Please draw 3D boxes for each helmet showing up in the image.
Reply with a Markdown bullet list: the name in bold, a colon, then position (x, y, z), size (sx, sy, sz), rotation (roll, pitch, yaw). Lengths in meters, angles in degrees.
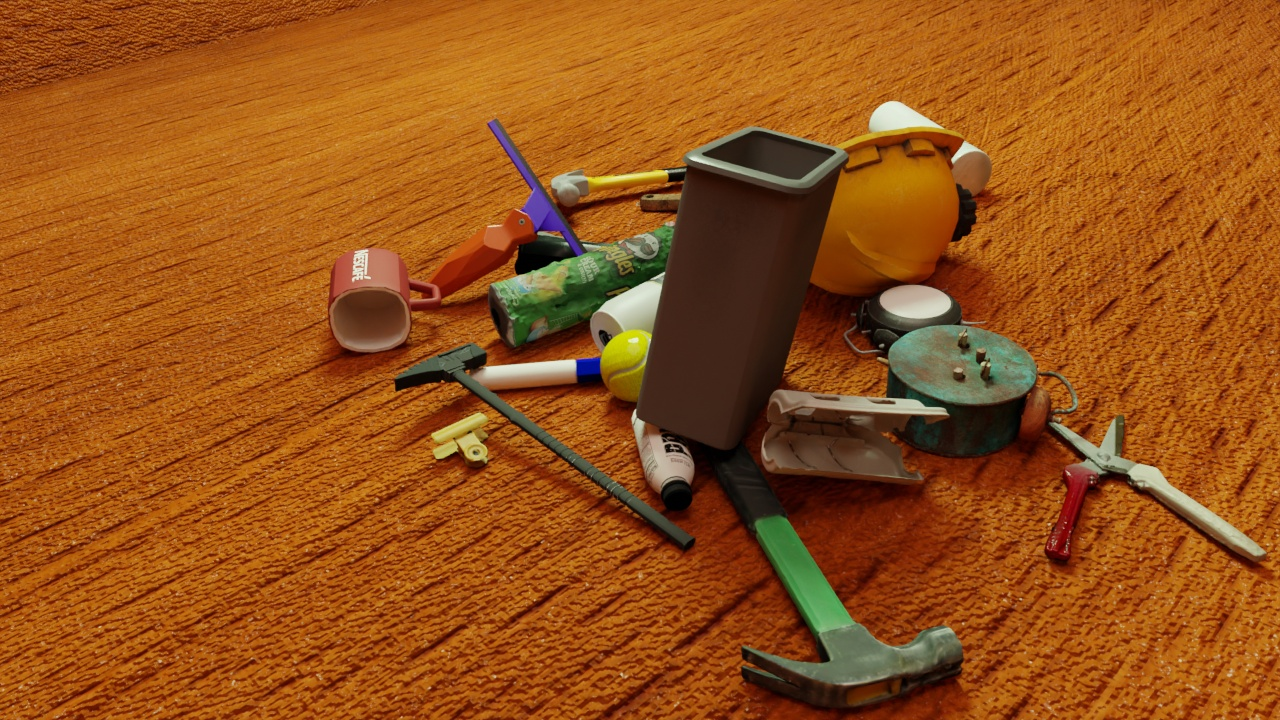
- **helmet**: position (0.250, -0.137, 0.963), size (0.254, 0.206, 0.131), rotation (-13, 75, -33)

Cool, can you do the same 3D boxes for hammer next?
- **hammer**: position (-0.083, 0.071, 0.778), size (0.325, 0.015, 0.094), rotation (31, 39, 34)
- **hammer**: position (0.033, -0.257, 1.279), size (0.323, 0.029, 0.127), rotation (-10, 21, -12)
- **hammer**: position (0.097, 0.124, 0.687), size (0.130, 0.032, 0.318), rotation (-13, 33, -10)

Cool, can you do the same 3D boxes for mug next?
- **mug**: position (-0.277, -0.068, 0.998), size (0.116, 0.081, 0.096), rotation (-6, 32, -13)

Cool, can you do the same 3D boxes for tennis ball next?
- **tennis ball**: position (-0.005, 0.005, 0.853), size (0.065, 0.065, 0.065), rotation (-4, 33, 2)

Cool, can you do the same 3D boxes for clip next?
- **clip**: position (0.153, 0.064, 0.732), size (0.126, 0.110, 0.151), rotation (7, -15, -15)
- **clip**: position (-0.154, 0.072, 0.809), size (0.054, 0.046, 0.048), rotation (-23, 12, -28)

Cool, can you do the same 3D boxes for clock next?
- **clock**: position (0.264, -0.042, 0.905), size (0.122, 0.044, 0.091), rotation (-11, 33, -9)
- **clock**: position (0.288, 0.020, 0.780), size (0.158, 0.073, 0.121), rotation (1, 33, 8)

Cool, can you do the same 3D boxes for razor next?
- **razor**: position (-0.068, -0.117, 1.069), size (0.156, 0.057, 0.060), rotation (8, 3, 21)

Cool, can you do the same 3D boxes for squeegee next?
- **squeegee**: position (-0.173, -0.124, 1.039), size (0.185, 0.249, 0.055), rotation (-35, -6, 9)

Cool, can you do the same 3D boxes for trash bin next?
- **trash bin**: position (0.085, -0.067, 0.768), size (0.098, 0.220, 0.191), rotation (19, 26, 16)

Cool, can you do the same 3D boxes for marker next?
- **marker**: position (-0.098, 0.013, 0.891), size (0.133, 0.023, 0.027), rotation (-5, -9, 1)

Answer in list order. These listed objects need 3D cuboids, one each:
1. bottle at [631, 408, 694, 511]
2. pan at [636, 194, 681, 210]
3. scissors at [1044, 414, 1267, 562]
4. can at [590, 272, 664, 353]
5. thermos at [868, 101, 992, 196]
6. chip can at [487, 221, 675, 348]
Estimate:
- **bottle**: position (0.021, 0.079, 0.757), size (0.041, 0.041, 0.116), rotation (-9, 33, -5)
- **pan**: position (0.164, -0.206, 1.185), size (0.357, 0.040, 0.207), rotation (6, 35, 15)
- **scissors**: position (0.374, 0.101, 0.695), size (0.179, 0.015, 0.198), rotation (19, 39, 35)
- **can**: position (0.005, -0.043, 0.928), size (0.127, 0.064, 0.064), rotation (-30, 40, -33)
- **thermos**: position (0.391, -0.291, 1.254), size (0.068, 0.068, 0.230), rotation (-12, 33, -9)
- **chip can**: position (-0.051, -0.082, 0.980), size (0.223, 0.075, 0.075), rotation (-22, 36, -19)
